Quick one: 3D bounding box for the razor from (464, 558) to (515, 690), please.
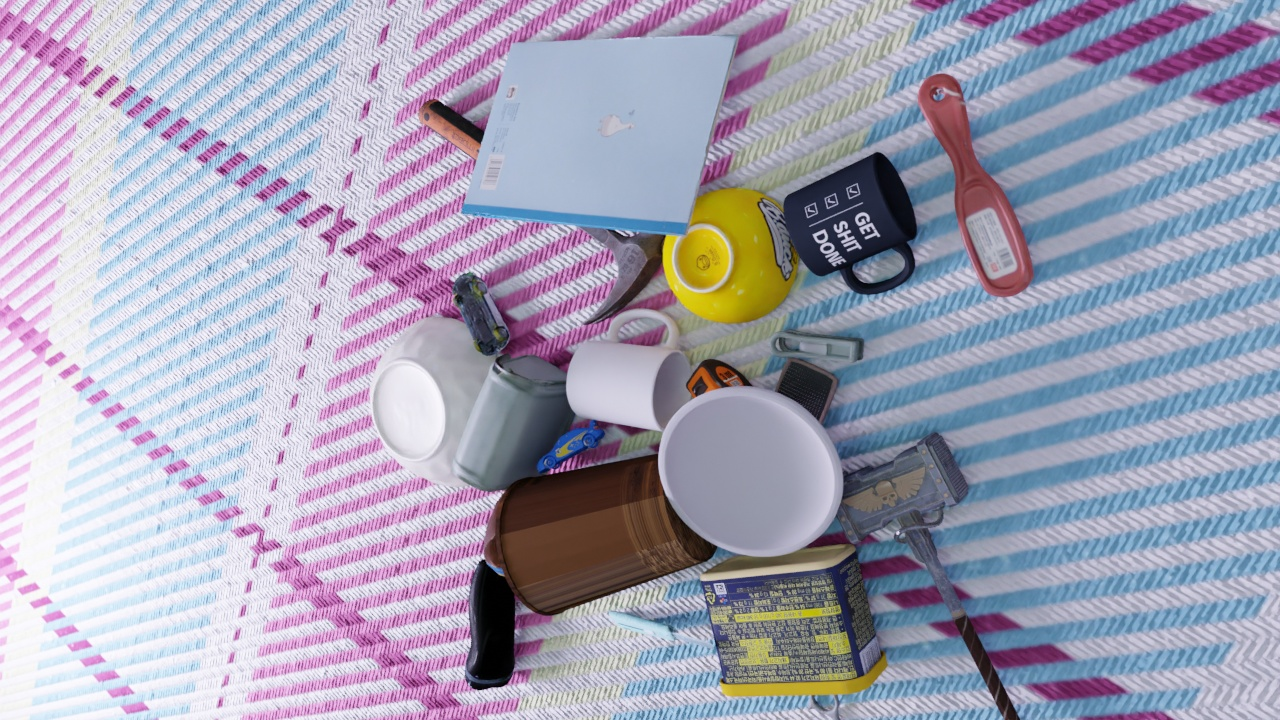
[{"bbox_3d":[-0.162,0.281,0.987,0.064,0.053,0.140,-175,86,-64],"label":"razor"}]

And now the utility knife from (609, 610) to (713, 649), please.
[{"bbox_3d":[0.020,0.249,0.849,0.022,0.015,0.166,52,151,-16],"label":"utility knife"}]

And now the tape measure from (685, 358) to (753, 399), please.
[{"bbox_3d":[0.068,0.030,0.797,0.059,0.058,0.038,42,117,15],"label":"tape measure"}]

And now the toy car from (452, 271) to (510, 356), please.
[{"bbox_3d":[-0.164,-0.049,0.948,0.039,0.027,0.089,-31,81,34],"label":"toy car"}]

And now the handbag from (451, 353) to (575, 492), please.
[{"bbox_3d":[-0.122,0.057,0.887,0.067,0.106,0.122,31,106,23],"label":"handbag"}]

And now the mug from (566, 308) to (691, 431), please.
[{"bbox_3d":[-0.005,0.005,0.839,0.091,0.073,0.110,7,75,31],"label":"mug"}]

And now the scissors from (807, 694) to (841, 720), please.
[{"bbox_3d":[0.188,0.349,0.796,0.141,0.014,0.158,48,119,21],"label":"scissors"}]

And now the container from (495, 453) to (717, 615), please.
[{"bbox_3d":[-0.025,0.152,0.840,0.168,0.132,0.132,-20,86,27],"label":"container"}]

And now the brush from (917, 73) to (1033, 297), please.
[{"bbox_3d":[0.248,-0.130,0.679,0.041,0.030,0.172,-21,87,33],"label":"brush"}]

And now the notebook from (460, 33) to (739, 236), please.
[{"bbox_3d":[-0.045,-0.205,0.822,0.254,0.009,0.181,11,82,33],"label":"notebook"}]

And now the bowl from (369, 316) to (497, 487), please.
[{"bbox_3d":[-0.229,0.050,0.985,0.220,0.060,0.188,3,100,31],"label":"bowl"}]

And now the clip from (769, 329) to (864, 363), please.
[{"bbox_3d":[0.146,-0.012,0.761,0.076,0.042,0.023,7,99,31],"label":"clip"}]

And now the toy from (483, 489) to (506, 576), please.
[{"bbox_3d":[-0.115,0.178,0.949,0.090,0.070,0.103,0,74,19],"label":"toy"}]

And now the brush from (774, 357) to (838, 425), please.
[{"bbox_3d":[0.126,0.066,0.792,0.050,0.015,0.136,26,110,27],"label":"brush"}]

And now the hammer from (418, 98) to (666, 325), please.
[{"bbox_3d":[-0.110,-0.161,0.896,0.314,0.034,0.138,37,114,23],"label":"hammer"}]

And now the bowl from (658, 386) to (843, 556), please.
[{"bbox_3d":[0.091,0.084,0.746,0.150,0.043,0.150,8,113,18],"label":"bowl"}]

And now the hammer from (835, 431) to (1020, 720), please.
[{"bbox_3d":[0.260,0.222,0.714,0.099,0.044,0.322,-30,81,31],"label":"hammer"}]

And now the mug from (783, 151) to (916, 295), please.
[{"bbox_3d":[0.171,-0.099,0.716,0.078,0.071,0.105,-22,112,32],"label":"mug"}]

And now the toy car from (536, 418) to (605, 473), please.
[{"bbox_3d":[-0.071,0.063,0.894,0.092,0.033,0.062,-29,80,0],"label":"toy car"}]

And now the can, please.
[{"bbox_3d":[0.127,0.220,0.781,0.135,0.075,0.104,-15,86,33],"label":"can"}]

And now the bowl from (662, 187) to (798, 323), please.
[{"bbox_3d":[0.067,-0.088,0.776,0.117,0.067,0.117,5,99,32],"label":"bowl"}]
